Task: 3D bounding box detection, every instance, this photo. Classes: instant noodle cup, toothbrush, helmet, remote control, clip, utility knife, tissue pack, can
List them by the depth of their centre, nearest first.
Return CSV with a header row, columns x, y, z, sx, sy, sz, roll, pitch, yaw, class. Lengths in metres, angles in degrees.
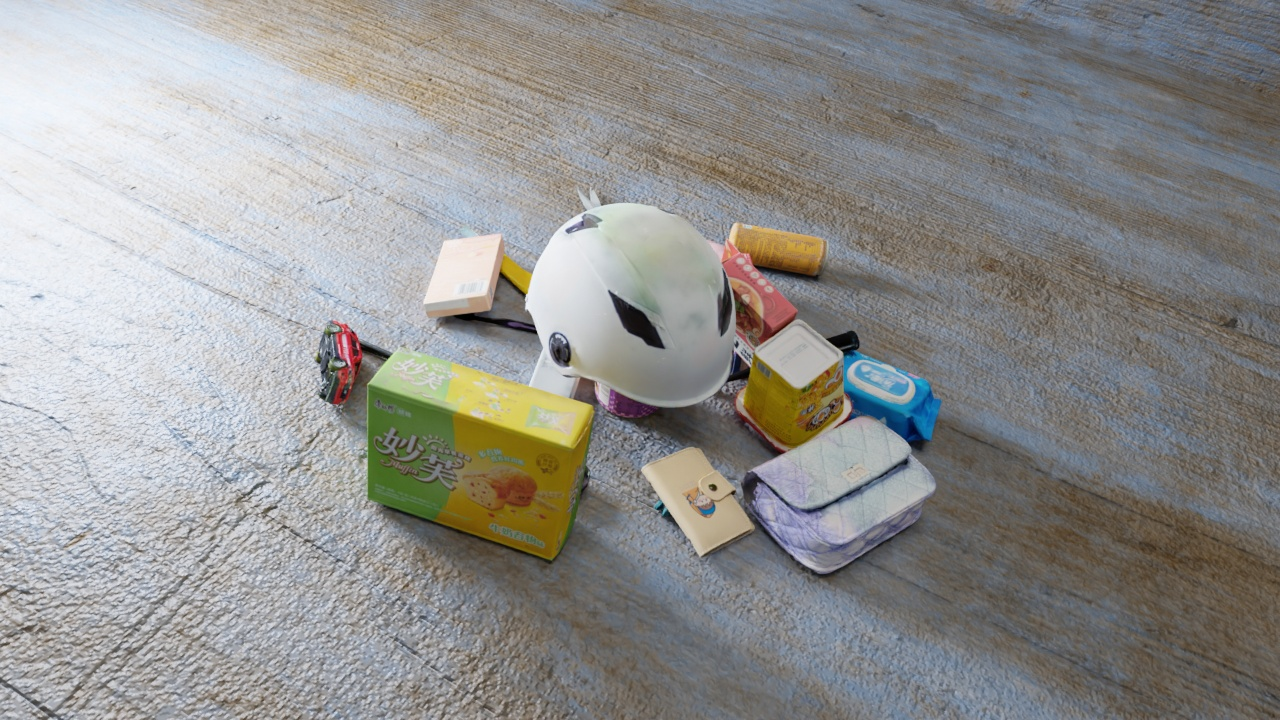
x,y,z,sx,sy,sz,roll,pitch,yaw,class
0.038,0.151,0.998,0.056,0.014,0.040,-25,52,-39,clip
0.001,-0.083,1.007,0.228,0.146,0.258,-14,46,-28,helmet
0.181,0.028,1.072,0.116,0.124,0.116,-35,57,-19,instant noodle cup
-0.006,0.006,1.093,0.111,0.099,0.111,6,40,-5,instant noodle cup
-0.284,0.004,1.095,0.181,0.016,0.018,23,50,12,toothbrush
-0.101,0.018,1.118,0.056,0.020,0.135,11,40,1,remote control
0.302,0.043,1.160,0.157,0.052,0.094,25,41,16,tissue pack
0.175,0.003,1.163,0.212,0.027,0.026,-16,53,-8,toothbrush
-0.154,-0.045,1.187,0.189,0.014,0.016,12,27,0,toothbrush
-0.193,-0.138,1.285,0.033,0.015,0.207,-25,51,-35,utility knife
0.206,-0.167,1.383,0.146,0.058,0.058,10,39,-2,can

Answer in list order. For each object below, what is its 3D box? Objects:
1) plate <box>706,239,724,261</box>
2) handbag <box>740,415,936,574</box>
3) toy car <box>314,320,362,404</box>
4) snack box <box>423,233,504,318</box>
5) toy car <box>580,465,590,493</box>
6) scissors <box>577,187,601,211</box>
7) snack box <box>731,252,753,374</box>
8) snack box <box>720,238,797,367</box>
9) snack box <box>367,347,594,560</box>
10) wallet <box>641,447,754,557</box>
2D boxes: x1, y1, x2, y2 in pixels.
x,y,z,sx,sy,sz,roll,pitch,yaw,class
0.046,-0.111,1.242,0.192,0.039,0.192,-9,41,8,plate
0.223,0.139,1.008,0.193,0.076,0.134,-21,49,-34,handbag
-0.344,0.002,1.052,0.045,0.053,0.120,13,31,-28,toy car
-0.231,-0.115,1.219,0.084,0.026,0.157,-7,37,6,snack box
-0.105,0.116,0.990,0.106,0.031,0.049,22,41,14,toy car
-0.070,-0.202,1.388,0.162,0.022,0.234,-25,52,-35,scissors
0.136,-0.067,1.248,0.057,0.058,0.207,1,41,-7,snack box
0.122,-0.065,1.109,0.044,0.113,0.127,-34,69,-19,snack box
-0.161,0.093,0.905,0.210,0.158,0.069,17,36,6,snack box
0.065,0.147,0.985,0.087,0.024,0.115,-17,59,-37,wallet
